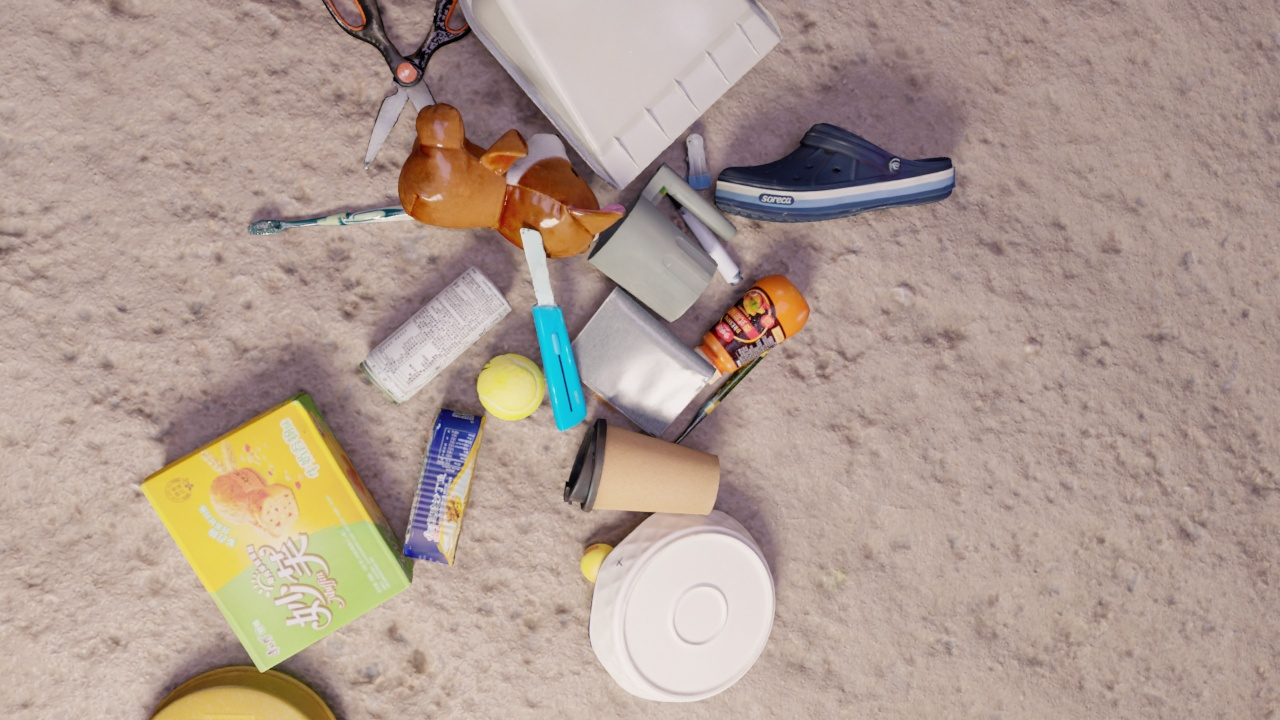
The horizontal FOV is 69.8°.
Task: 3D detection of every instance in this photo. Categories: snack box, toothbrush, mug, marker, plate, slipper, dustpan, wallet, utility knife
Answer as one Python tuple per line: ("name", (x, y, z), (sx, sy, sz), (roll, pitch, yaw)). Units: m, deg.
("snack box", (-0.332, 0.157, 0.860), (0.157, 0.070, 0.210), (-30, 98, -8))
("toothbrush", (-0.277, -0.137, 0.879), (0.191, 0.018, 0.016), (-8, 94, -10))
("mug", (0.025, -0.115, 0.904), (0.103, 0.084, 0.124), (39, 84, -12))
("marker", (0.065, -0.134, 0.942), (0.023, 0.018, 0.131), (-35, 99, 12))
("plate", (0.051, 0.252, 0.928), (0.204, 0.046, 0.205), (-2, 96, -24))
("toothbrush", (0.075, 0.039, 0.958), (0.017, 0.012, 0.185), (45, 85, 1))
("slipper", (0.200, -0.191, 0.918), (0.252, 0.105, 0.095), (-7, 102, -12))
("dustpan", (-0.042, -0.336, 0.866), (0.222, 0.142, 0.258), (-43, 116, -2))
("wallet", (-0.005, 0.005, 0.918), (0.129, 0.037, 0.107), (39, 111, -3))
("utility knife", (-0.084, -0.026, 0.871), (0.034, 0.018, 0.223), (-16, 124, -9))

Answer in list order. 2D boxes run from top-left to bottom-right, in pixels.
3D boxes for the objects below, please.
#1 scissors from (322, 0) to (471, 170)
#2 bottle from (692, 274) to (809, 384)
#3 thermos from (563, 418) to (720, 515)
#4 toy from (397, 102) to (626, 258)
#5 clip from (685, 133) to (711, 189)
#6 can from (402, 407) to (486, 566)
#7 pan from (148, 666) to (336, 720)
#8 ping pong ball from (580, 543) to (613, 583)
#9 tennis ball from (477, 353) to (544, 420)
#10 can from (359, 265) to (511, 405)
("scissors", (-0.222, -0.298, 0.877), (0.221, 0.022, 0.232), (45, 84, -9))
("bottle", (0.100, -0.023, 0.937), (0.149, 0.066, 0.067), (-38, 99, 1))
("thermos", (0.002, 0.112, 0.904), (0.143, 0.093, 0.093), (11, 91, -8))
("toy", (-0.118, -0.159, 0.848), (0.199, 0.140, 0.130), (23, 80, -14))
("clip", (0.056, -0.203, 0.937), (0.025, 0.036, 0.058), (-8, 98, -8))
("can", (-0.188, 0.121, 0.883), (0.049, 0.074, 0.148), (13, 90, -8))
("pan", (-0.304, 0.395, 0.894), (0.357, 0.078, 0.198), (3, 96, -4))
("ping pong ball", (-0.041, 0.206, 0.932), (0.040, 0.040, 0.040), (-1, 93, -11))
("tennis ball", (-0.126, 0.026, 0.892), (0.065, 0.065, 0.065), (-1, 93, -11))
("can", (-0.195, -0.024, 0.880), (0.146, 0.058, 0.058), (-42, 99, -6))
